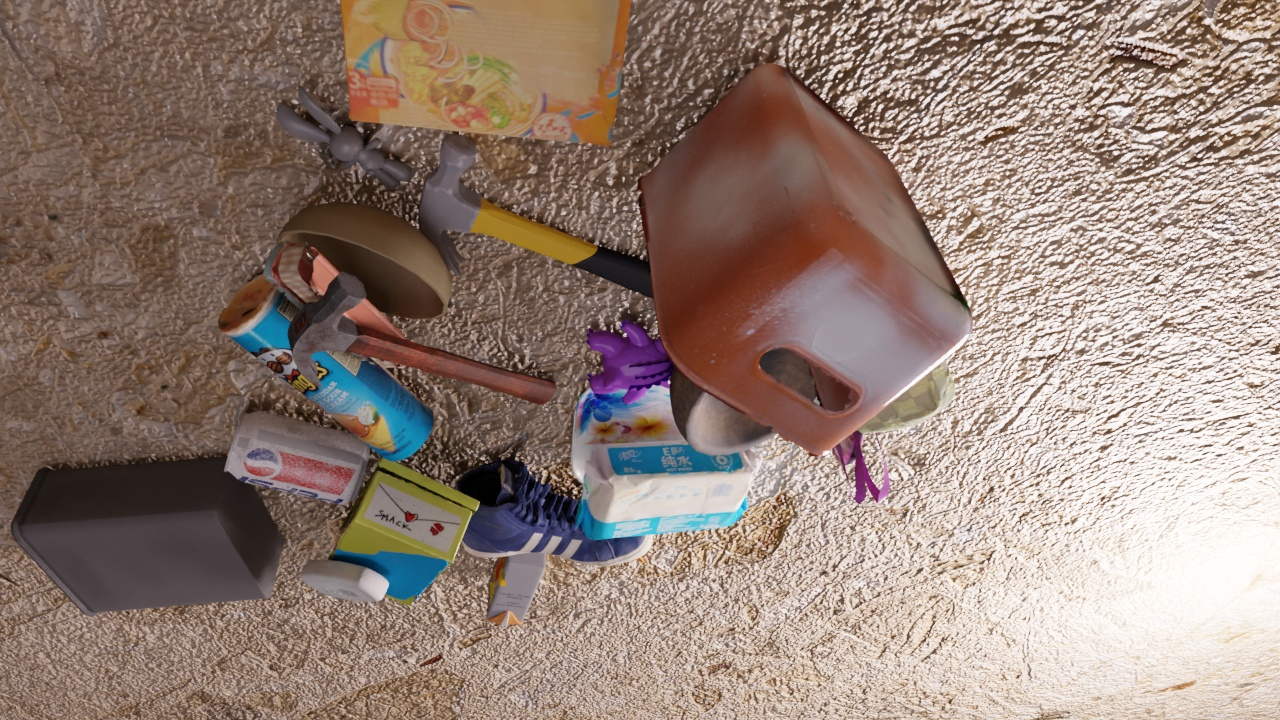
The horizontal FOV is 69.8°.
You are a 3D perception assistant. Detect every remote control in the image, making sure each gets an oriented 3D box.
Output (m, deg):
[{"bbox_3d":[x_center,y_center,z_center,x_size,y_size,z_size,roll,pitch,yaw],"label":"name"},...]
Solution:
[{"bbox_3d":[-0.338,0.252,1.051,0.115,0.028,0.060,-6,138,36],"label":"remote control"}]

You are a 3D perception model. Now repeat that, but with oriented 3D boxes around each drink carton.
[{"bbox_3d":[-0.161,0.277,1.183,0.048,0.076,0.125,12,129,-15],"label":"drink carton"}]

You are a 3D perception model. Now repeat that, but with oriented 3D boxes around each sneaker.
[{"bbox_3d":[-0.105,0.169,1.072,0.233,0.091,0.119,1,133,7],"label":"sneaker"}]

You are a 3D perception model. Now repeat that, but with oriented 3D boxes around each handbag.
[{"bbox_3d":[0.215,0.068,0.926,0.068,0.169,0.145,-3,135,-1],"label":"handbag"},{"bbox_3d":[0.225,-0.032,0.848,0.113,0.116,0.186,-13,96,44],"label":"handbag"}]

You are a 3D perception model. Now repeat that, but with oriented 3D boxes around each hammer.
[{"bbox_3d":[-0.048,-0.096,0.850,0.323,0.029,0.127,19,131,-22],"label":"hammer"},{"bbox_3d":[-0.189,0.002,0.863,0.111,0.028,0.300,-39,147,23],"label":"hammer"}]

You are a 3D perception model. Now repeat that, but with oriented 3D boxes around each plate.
[{"bbox_3d":[0.017,0.084,1.039,0.187,0.016,0.187,2,135,-6],"label":"plate"}]

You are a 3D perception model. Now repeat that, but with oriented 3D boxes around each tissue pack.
[{"bbox_3d":[0.034,0.144,1.031,0.209,0.066,0.117,-1,136,-15],"label":"tissue pack"}]

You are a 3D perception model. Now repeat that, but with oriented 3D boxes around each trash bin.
[{"bbox_3d":[0.120,-0.085,0.706,0.181,0.259,0.158,30,124,-29],"label":"trash bin"},{"bbox_3d":[-0.564,0.206,1.072,0.220,0.097,0.192,-5,135,-1],"label":"trash bin"}]

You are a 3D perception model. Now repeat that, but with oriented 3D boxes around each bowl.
[{"bbox_3d":[-0.232,-0.093,0.799,0.152,0.050,0.152,16,160,6],"label":"bowl"},{"bbox_3d":[0.100,0.015,0.910,0.162,0.070,0.162,-19,142,-16],"label":"bowl"}]

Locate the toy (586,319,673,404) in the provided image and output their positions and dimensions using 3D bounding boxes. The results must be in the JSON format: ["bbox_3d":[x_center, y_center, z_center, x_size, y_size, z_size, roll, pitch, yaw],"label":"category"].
[{"bbox_3d":[-0.005,0.005,0.930,0.088,0.055,0.106,-9,127,-13],"label":"toy"}]

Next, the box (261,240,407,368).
[{"bbox_3d":[-0.259,-0.043,0.812,0.060,0.058,0.187,-38,152,-3],"label":"box"}]

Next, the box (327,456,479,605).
[{"bbox_3d":[-0.280,0.203,1.052,0.124,0.082,0.222,26,147,-11],"label":"box"}]

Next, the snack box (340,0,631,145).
[{"bbox_3d":[-0.109,-0.244,0.659,0.195,0.080,0.145,4,134,-7],"label":"snack box"}]

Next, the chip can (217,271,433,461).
[{"bbox_3d":[-0.302,0.010,0.903,0.080,0.079,0.229,-23,133,18],"label":"chip can"}]

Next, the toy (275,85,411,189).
[{"bbox_3d":[-0.241,-0.178,0.753,0.049,0.030,0.111,-23,139,38],"label":"toy"}]

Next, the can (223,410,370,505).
[{"bbox_3d":[-0.370,0.105,0.994,0.136,0.078,0.078,18,131,-20],"label":"can"}]

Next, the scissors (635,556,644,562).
[{"bbox_3d":[-0.031,0.232,1.188,0.125,0.011,0.130,-19,133,16],"label":"scissors"}]
